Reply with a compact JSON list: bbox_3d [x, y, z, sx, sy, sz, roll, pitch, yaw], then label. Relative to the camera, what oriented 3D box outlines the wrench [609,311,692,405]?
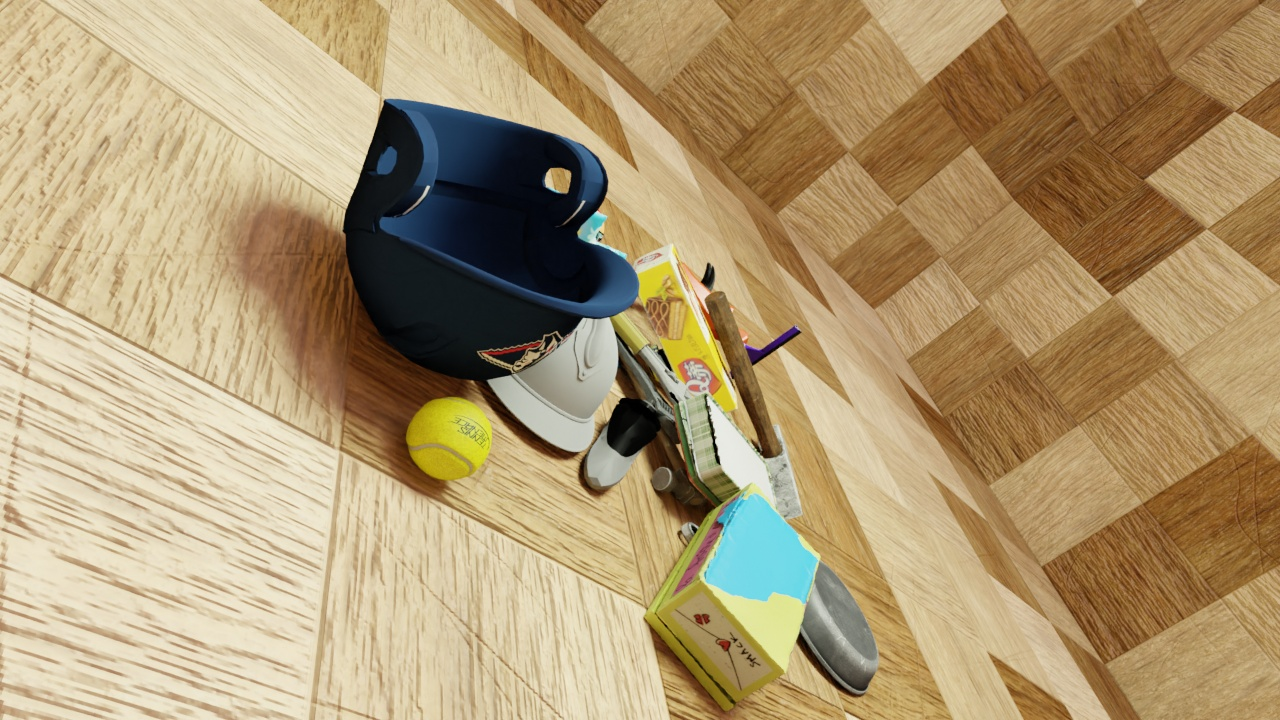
[{"bbox_3d":[-0.010,-0.029,1.170,0.273,0.018,0.083,50,13,11],"label":"wrench"}]

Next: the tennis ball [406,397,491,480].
[{"bbox_3d":[-0.151,0.062,0.727,0.065,0.065,0.065,42,21,-20],"label":"tennis ball"}]

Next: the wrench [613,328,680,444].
[{"bbox_3d":[-0.007,0.007,1.156,0.073,0.018,0.273,28,24,-55],"label":"wrench"}]

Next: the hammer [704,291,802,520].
[{"bbox_3d":[0.153,0.054,1.273,0.217,0.037,0.301,-86,155,-67],"label":"hammer"}]

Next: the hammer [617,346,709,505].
[{"bbox_3d":[0.007,0.051,1.169,0.119,0.031,0.331,29,24,-46],"label":"hammer"}]

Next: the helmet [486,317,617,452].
[{"bbox_3d":[-0.083,-0.034,0.975,0.183,0.118,0.270,35,22,-35],"label":"helmet"}]

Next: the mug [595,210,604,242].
[{"bbox_3d":[-0.118,-0.185,1.264,0.118,0.082,0.098,22,19,6],"label":"mug"}]

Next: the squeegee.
[{"bbox_3d":[0.110,-0.065,1.356,0.055,0.250,0.185,-34,86,-29],"label":"squeegee"}]

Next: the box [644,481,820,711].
[{"bbox_3d":[0.101,0.225,0.919,0.124,0.081,0.220,48,25,-2],"label":"box"}]

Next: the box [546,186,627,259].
[{"bbox_3d":[-0.125,-0.164,1.055,0.226,0.122,0.097,19,32,-34],"label":"box"}]

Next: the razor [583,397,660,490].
[{"bbox_3d":[-0.023,0.091,0.977,0.057,0.060,0.155,37,39,0],"label":"razor"}]

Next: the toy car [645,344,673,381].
[{"bbox_3d":[0.026,0.007,1.254,0.049,0.030,0.107,66,8,9],"label":"toy car"}]

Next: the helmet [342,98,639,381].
[{"bbox_3d":[-0.130,-0.086,0.797,0.272,0.223,0.231,27,20,34],"label":"helmet"}]

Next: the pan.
[{"bbox_3d":[0.176,0.272,1.089,0.357,0.055,0.187,42,20,-32],"label":"pan"}]

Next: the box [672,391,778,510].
[{"bbox_3d":[0.108,0.134,1.099,0.205,0.049,0.117,46,28,-47],"label":"box"}]

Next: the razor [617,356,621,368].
[{"bbox_3d":[-0.069,-0.048,1.179,0.144,0.022,0.042,58,7,26],"label":"razor"}]

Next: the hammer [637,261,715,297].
[{"bbox_3d":[0.014,-0.111,1.374,0.025,0.118,0.332,45,21,25],"label":"hammer"}]

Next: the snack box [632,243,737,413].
[{"bbox_3d":[0.062,-0.039,1.267,0.110,0.062,0.230,-79,145,-72],"label":"snack box"}]
